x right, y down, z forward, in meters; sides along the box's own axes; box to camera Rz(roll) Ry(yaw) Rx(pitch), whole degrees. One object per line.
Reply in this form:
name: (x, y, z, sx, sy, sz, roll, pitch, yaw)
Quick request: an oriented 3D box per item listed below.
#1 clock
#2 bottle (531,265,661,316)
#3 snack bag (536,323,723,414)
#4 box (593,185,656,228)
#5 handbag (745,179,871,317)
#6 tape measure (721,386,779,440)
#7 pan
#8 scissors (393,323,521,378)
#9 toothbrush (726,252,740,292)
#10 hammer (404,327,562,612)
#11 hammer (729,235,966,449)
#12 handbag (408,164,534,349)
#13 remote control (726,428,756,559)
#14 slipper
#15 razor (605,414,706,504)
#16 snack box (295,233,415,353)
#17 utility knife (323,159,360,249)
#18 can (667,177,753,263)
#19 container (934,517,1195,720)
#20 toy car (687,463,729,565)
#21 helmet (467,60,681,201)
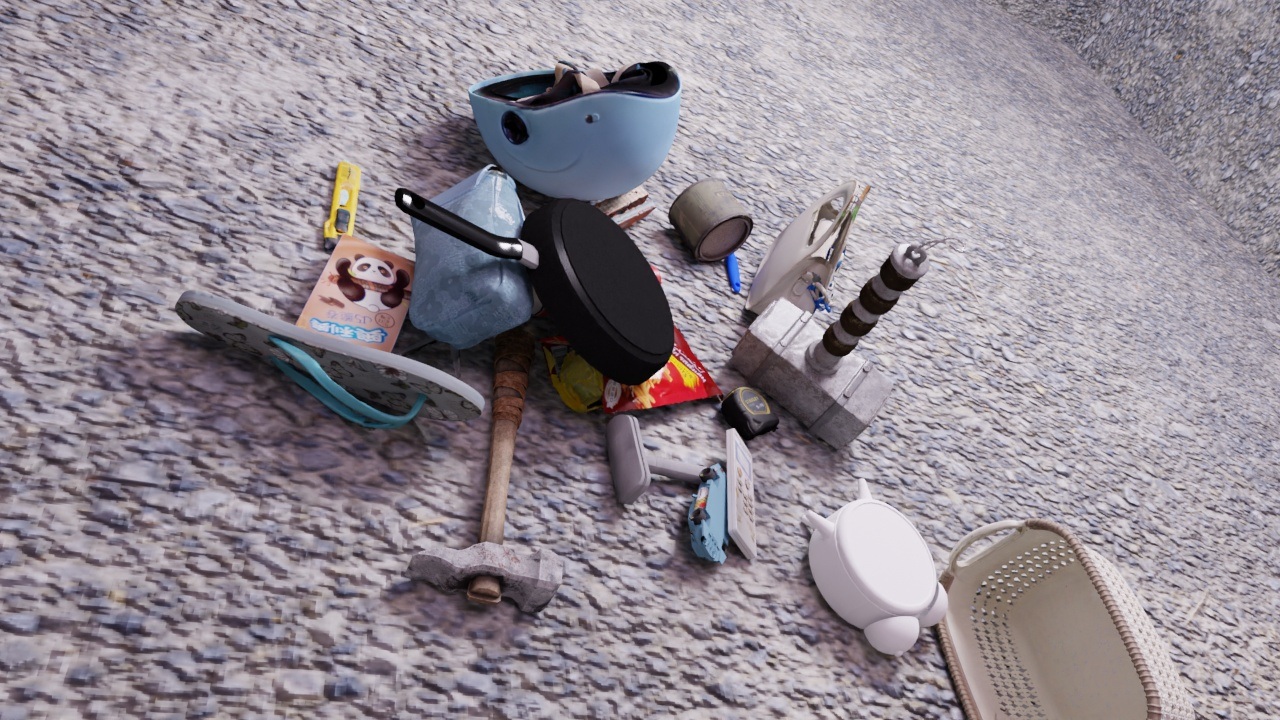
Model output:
clock: (0.233, 0.213, 0.936, 0.125, 0.073, 0.161, -18, 69, -44)
bottle: (-0.052, -0.087, 1.044, 0.176, 0.062, 0.062, -8, 55, -39)
snack bag: (-0.006, 0.006, 1.004, 0.207, 0.067, 0.139, -7, 48, -50)
box: (-0.047, -0.181, 1.155, 0.059, 0.056, 0.186, 5, 25, 33)
handbag: (0.234, -0.138, 1.185, 0.093, 0.200, 0.200, 33, 42, -7)
tape measure: (0.119, 0.060, 1.032, 0.061, 0.034, 0.061, -8, 58, -54)
pan: (-0.079, -0.092, 0.859, 0.355, 0.044, 0.204, 24, 41, -52)
scissors: (-0.192, -0.043, 0.930, 0.141, 0.014, 0.175, -13, 48, -23)
toothbrush: (0.122, -0.157, 1.273, 0.016, 0.018, 0.182, 15, 45, -21)
hammer: (-0.128, 0.081, 0.839, 0.121, 0.049, 0.318, 17, 41, -16)
hammer: (0.230, -0.041, 0.984, 0.177, 0.327, 0.079, 40, 57, 7)
handbag: (-0.159, -0.095, 0.907, 0.118, 0.122, 0.191, 45, 24, -49)
remote control: (0.104, 0.134, 0.942, 0.050, 0.011, 0.135, 55, 26, -36)
slipper: (-0.269, 0.016, 0.786, 0.269, 0.098, 0.054, 20, 65, -4)
razor: (0.025, 0.107, 0.919, 0.116, 0.047, 0.088, 16, 42, -31)
snack box: (-0.270, -0.053, 0.882, 0.087, 0.034, 0.151, 22, 41, -15)
utility knife: (-0.319, -0.169, 0.984, 0.030, 0.017, 0.151, 21, 37, -29)
can: (0.093, -0.185, 1.218, 0.089, 0.090, 0.074, -9, 55, -40)
container: (0.408, 0.288, 0.889, 0.142, 0.185, 0.245, 21, 41, -30)
toy car: (0.066, 0.151, 0.899, 0.060, 0.028, 0.107, 60, 26, -26)
helmet: (-0.083, -0.285, 1.130, 0.266, 0.167, 0.224, 14, 29, 21)
